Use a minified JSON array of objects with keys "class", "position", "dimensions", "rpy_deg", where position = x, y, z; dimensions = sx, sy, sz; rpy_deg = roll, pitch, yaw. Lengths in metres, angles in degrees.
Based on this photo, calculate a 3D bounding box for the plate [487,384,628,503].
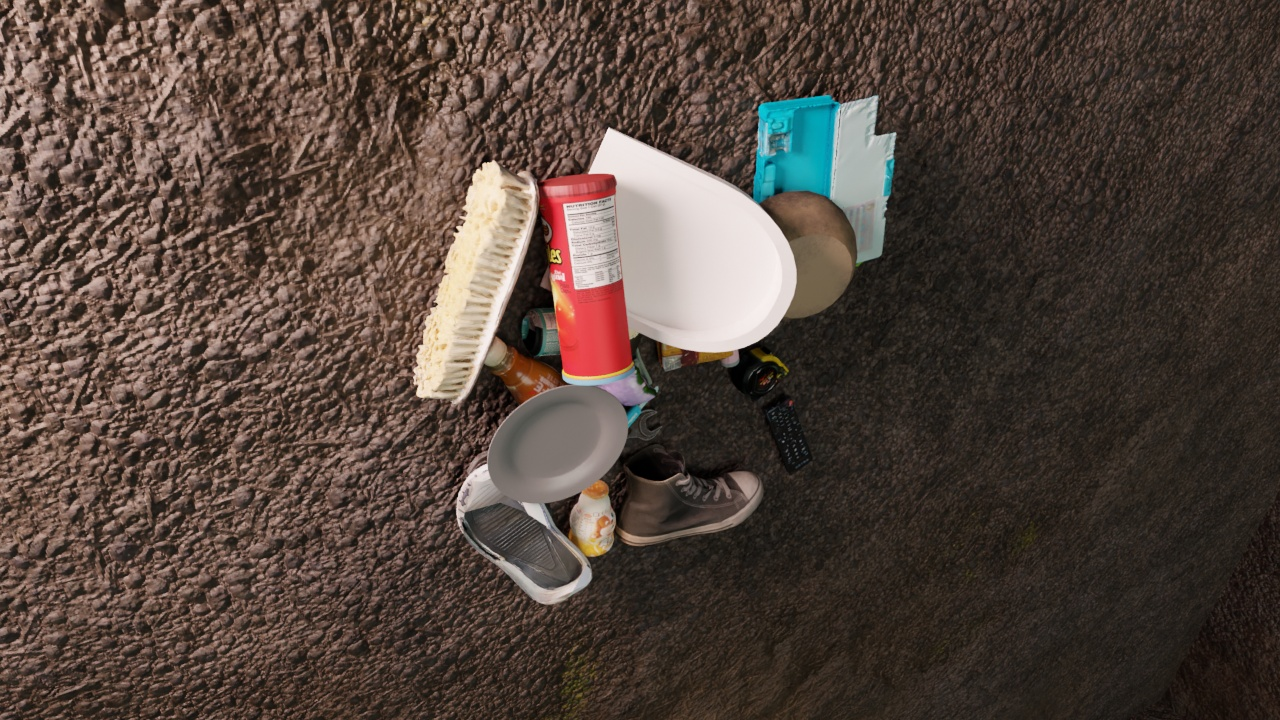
[{"class":"plate","position":[-0.098,0.099,1.098],"dimensions":[0.178,0.012,0.179],"rpy_deg":[-15,130,-19]}]

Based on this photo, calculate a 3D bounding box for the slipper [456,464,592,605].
[{"class":"slipper","position":[-0.155,0.221,1.191],"dimensions":[0.111,0.063,0.264],"rpy_deg":[-33,125,2]}]

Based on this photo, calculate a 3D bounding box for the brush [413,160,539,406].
[{"class":"brush","position":[-0.173,-0.075,0.960],"dimensions":[0.056,0.083,0.272],"rpy_deg":[8,117,-36]}]

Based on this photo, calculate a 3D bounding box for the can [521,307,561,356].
[{"class":"can","position":[-0.083,-0.035,1.064],"dimensions":[0.101,0.055,0.055],"rpy_deg":[-5,123,-30]}]

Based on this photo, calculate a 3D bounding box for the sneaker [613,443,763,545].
[{"class":"sneaker","position":[0.076,0.174,1.292],"dimensions":[0.234,0.095,0.120],"rpy_deg":[-7,124,-20]}]

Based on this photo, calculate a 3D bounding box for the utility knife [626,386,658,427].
[{"class":"utility knife","position":[-0.025,0.085,1.199],"dimensions":[0.141,0.015,0.022],"rpy_deg":[-50,136,4]}]

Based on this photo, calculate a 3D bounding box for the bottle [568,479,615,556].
[{"class":"bottle","position":[-0.065,0.213,1.246],"dimensions":[0.063,0.063,0.109],"rpy_deg":[-13,127,-25]}]

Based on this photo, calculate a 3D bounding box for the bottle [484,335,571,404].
[{"class":"bottle","position":[-0.129,0.025,1.075],"dimensions":[0.059,0.059,0.167],"rpy_deg":[-45,133,3]}]

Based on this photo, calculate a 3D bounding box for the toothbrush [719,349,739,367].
[{"class":"toothbrush","position":[0.100,-0.082,1.167],"dimensions":[0.026,0.027,0.223],"rpy_deg":[-24,130,-12]}]

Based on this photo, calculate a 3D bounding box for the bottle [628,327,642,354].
[{"class":"bottle","position":[0.003,-0.096,1.082],"dimensions":[0.045,0.045,0.185],"rpy_deg":[4,119,-34]}]

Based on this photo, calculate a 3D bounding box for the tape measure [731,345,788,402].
[{"class":"tape measure","position":[0.161,0.017,1.265],"dimensions":[0.071,0.042,0.072],"rpy_deg":[-42,138,1]}]

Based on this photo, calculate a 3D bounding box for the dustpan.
[{"class":"dustpan","position":[0.045,-0.112,1.019],"dimensions":[0.257,0.053,0.192],"rpy_deg":[21,110,-14]}]

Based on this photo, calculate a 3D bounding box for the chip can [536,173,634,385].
[{"class":"chip can","position":[-0.057,-0.087,0.982],"dimensions":[0.087,0.087,0.213],"rpy_deg":[-15,110,-24]}]

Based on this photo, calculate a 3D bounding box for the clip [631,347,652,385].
[{"class":"clip","position":[-0.008,0.007,1.165],"dimensions":[0.037,0.023,0.075],"rpy_deg":[-26,129,-13]}]

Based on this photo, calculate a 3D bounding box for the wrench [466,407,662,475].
[{"class":"wrench","position":[-0.093,0.114,1.195],"dimensions":[0.272,0.010,0.070],"rpy_deg":[-16,128,-23]}]

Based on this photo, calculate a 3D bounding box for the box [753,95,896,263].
[{"class":"box","position":[0.229,-0.210,1.122],"dimensions":[0.181,0.039,0.227],"rpy_deg":[-10,127,-10]}]

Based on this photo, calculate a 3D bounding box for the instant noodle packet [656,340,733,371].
[{"class":"instant noodle packet","position":[0.066,-0.045,1.150],"dimensions":[0.098,0.039,0.136],"rpy_deg":[-10,129,-3]}]

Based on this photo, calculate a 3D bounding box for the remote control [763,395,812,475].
[{"class":"remote control","position":[0.221,0.112,1.384],"dimensions":[0.047,0.022,0.150],"rpy_deg":[-32,131,-8]}]

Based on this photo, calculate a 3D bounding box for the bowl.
[{"class":"bowl","position":[0.189,-0.119,1.114],"dimensions":[0.162,0.070,0.162],"rpy_deg":[-7,127,-10]}]

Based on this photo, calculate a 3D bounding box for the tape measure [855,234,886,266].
[{"class":"tape measure","position":[0.289,-0.159,1.225],"dimensions":[0.065,0.036,0.058],"rpy_deg":[-45,142,4]}]

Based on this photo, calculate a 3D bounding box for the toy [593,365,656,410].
[{"class":"toy","position":[-0.030,0.046,1.155],"dimensions":[0.100,0.036,0.080],"rpy_deg":[-25,131,19]}]
